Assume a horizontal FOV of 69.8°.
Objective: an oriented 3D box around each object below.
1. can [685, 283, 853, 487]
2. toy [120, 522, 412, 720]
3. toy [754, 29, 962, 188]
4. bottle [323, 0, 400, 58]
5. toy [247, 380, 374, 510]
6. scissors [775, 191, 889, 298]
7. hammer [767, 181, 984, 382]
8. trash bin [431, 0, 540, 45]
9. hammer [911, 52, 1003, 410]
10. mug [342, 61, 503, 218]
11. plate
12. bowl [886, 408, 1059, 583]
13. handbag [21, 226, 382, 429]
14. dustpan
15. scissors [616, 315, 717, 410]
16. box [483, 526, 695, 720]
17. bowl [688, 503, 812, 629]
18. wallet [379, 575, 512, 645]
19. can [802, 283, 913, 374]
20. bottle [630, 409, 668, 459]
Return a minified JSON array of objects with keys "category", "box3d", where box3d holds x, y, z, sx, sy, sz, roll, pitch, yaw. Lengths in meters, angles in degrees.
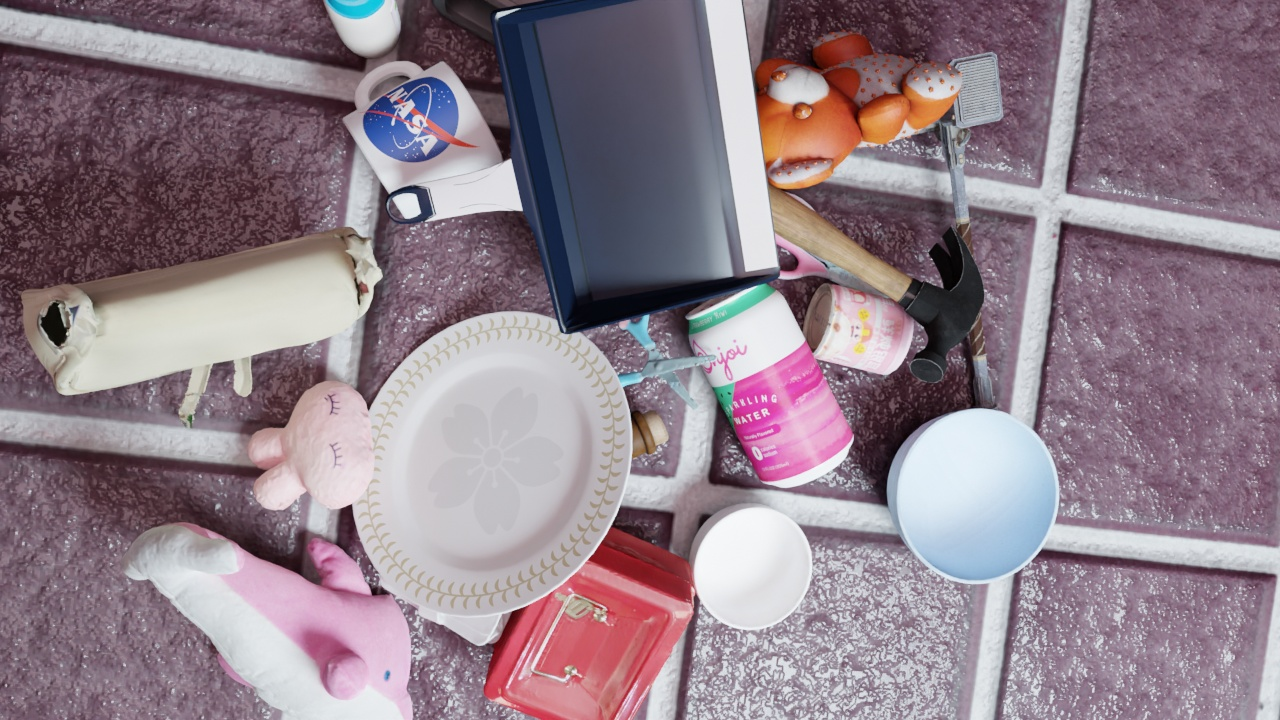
[{"category":"can","box3d":[0.108,0.019,0.776,0.088,0.088,0.166,-29,96,-7]},{"category":"toy","box3d":[-0.262,0.195,0.711,0.265,0.187,0.127,51,44,-29]},{"category":"toy","box3d":[0.151,-0.208,0.746,0.172,0.164,0.093,-29,134,-14]},{"category":"bottle","box3d":[-0.210,-0.270,0.685,0.051,0.146,0.051,0,92,-9]},{"category":"toy","box3d":[-0.262,0.073,0.731,0.105,0.053,0.108,-24,65,6]},{"category":"scissors","box3d":[0.171,-0.085,0.820,0.174,0.017,0.076,31,85,-7]},{"category":"hammer","box3d":[0.144,-0.113,0.774,0.305,0.040,0.132,33,60,5]},{"category":"trash bin","box3d":[-0.035,-0.346,0.738,0.192,0.098,0.219,27,86,-9]},{"category":"hammer","box3d":[0.289,-0.097,0.813,0.044,0.098,0.322,-13,102,-9]},{"category":"mug","box3d":[-0.178,-0.184,0.726,0.090,0.091,0.121,-32,78,-7]},{"category":"plate","box3d":[-0.119,0.076,0.718,0.243,0.016,0.242,-7,68,18]},{"category":"bowl","box3d":[0.282,0.115,0.815,0.150,0.075,0.150,0,91,-9]},{"category":"handbag","box3d":[-0.310,-0.020,0.670,0.228,0.184,0.132,-19,98,-25]},{"category":"dustpan","box3d":[-0.046,-0.141,0.676,0.273,0.080,0.236,-8,109,8]},{"category":"scissors","box3d":[-0.006,0.006,0.768,0.126,0.015,0.136,-47,58,13]},{"category":"box","box3d":[-0.043,0.218,0.741,0.129,0.086,0.158,25,105,-10]},{"category":"bowl","box3d":[0.092,0.174,0.797,0.105,0.054,0.105,0,92,-7]},{"category":"wallet","box3d":[-0.152,0.171,0.744,0.116,0.032,0.086,18,81,21]},{"category":"can","box3d":[0.188,-0.027,0.798,0.076,0.067,0.067,13,90,-8]},{"category":"bottle","box3d":[-0.053,0.083,0.763,0.157,0.068,0.068,-22,95,-8]}]
